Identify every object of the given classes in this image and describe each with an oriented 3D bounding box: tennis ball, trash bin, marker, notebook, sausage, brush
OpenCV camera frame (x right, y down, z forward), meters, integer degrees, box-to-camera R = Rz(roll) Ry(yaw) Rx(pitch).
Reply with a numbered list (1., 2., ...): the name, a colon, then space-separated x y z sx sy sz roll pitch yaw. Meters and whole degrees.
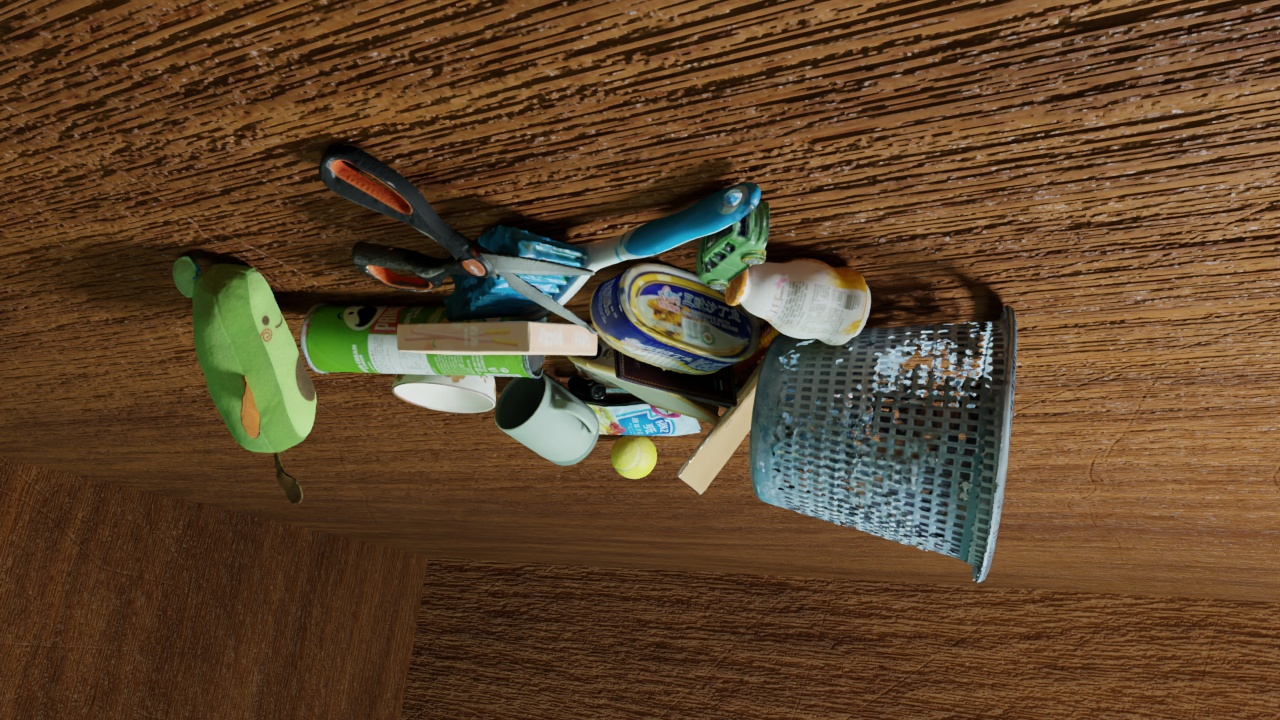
1. tennis ball: -0.010 0.136 1.311 0.065 0.065 0.065 6 162 2
2. trash bin: 0.201 0.058 0.779 0.195 0.226 0.226 7 163 17
3. marker: -0.062 0.030 1.022 0.022 0.020 0.132 46 171 -11
4. notebook: 0.095 0.072 0.951 0.008 0.147 0.207 37 176 15
5. sausage: 0.115 -0.015 0.887 0.021 0.021 0.165 11 161 -13
6. brush: -0.048 -0.082 0.699 0.109 0.060 0.315 11 161 -30

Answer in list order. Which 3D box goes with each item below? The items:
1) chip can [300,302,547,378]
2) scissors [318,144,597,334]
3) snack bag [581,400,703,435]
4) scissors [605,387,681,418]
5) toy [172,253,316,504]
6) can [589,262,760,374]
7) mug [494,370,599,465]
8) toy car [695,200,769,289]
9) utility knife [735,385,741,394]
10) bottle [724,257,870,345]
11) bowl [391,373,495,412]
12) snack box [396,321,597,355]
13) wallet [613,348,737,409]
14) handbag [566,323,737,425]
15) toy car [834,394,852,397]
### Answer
1. chip can: -0.211 -0.019 0.904 0.236 0.072 0.072 2 161 14
2. scissors: -0.141 -0.080 0.665 0.221 0.021 0.222 -5 137 43
3. snack bag: -0.021 0.073 1.174 0.191 0.038 0.110 1 149 15
4. scissors: 0.007 0.038 1.070 0.133 0.017 0.128 -3 146 13
5. toy: -0.371 0.013 0.890 0.090 0.227 0.247 -16 123 -13
6. can: 0.032 -0.034 0.778 0.148 0.074 0.049 17 156 -31
7. mug: -0.097 0.070 1.083 0.112 0.082 0.106 -7 145 43
8. toy car: 0.064 -0.084 0.665 0.036 0.043 0.091 9 160 -17
9. utility knife: 0.129 0.047 1.080 0.029 0.013 0.209 -8 157 38
10. bottle: 0.122 -0.050 0.715 0.108 0.063 0.063 11 161 -15
11. bowl: -0.214 0.014 1.022 0.113 0.062 0.113 6 163 2
12. snack box: -0.123 -0.018 0.776 0.158 0.026 0.084 0 179 36
13. wallet: 0.029 -0.010 0.820 0.122 0.096 0.020 16 140 -28
14. handbag: -0.006 0.005 0.947 0.179 0.063 0.163 11 166 41
15. toy car: 0.192 0.020 0.945 0.122 0.037 0.056 20 159 -38
